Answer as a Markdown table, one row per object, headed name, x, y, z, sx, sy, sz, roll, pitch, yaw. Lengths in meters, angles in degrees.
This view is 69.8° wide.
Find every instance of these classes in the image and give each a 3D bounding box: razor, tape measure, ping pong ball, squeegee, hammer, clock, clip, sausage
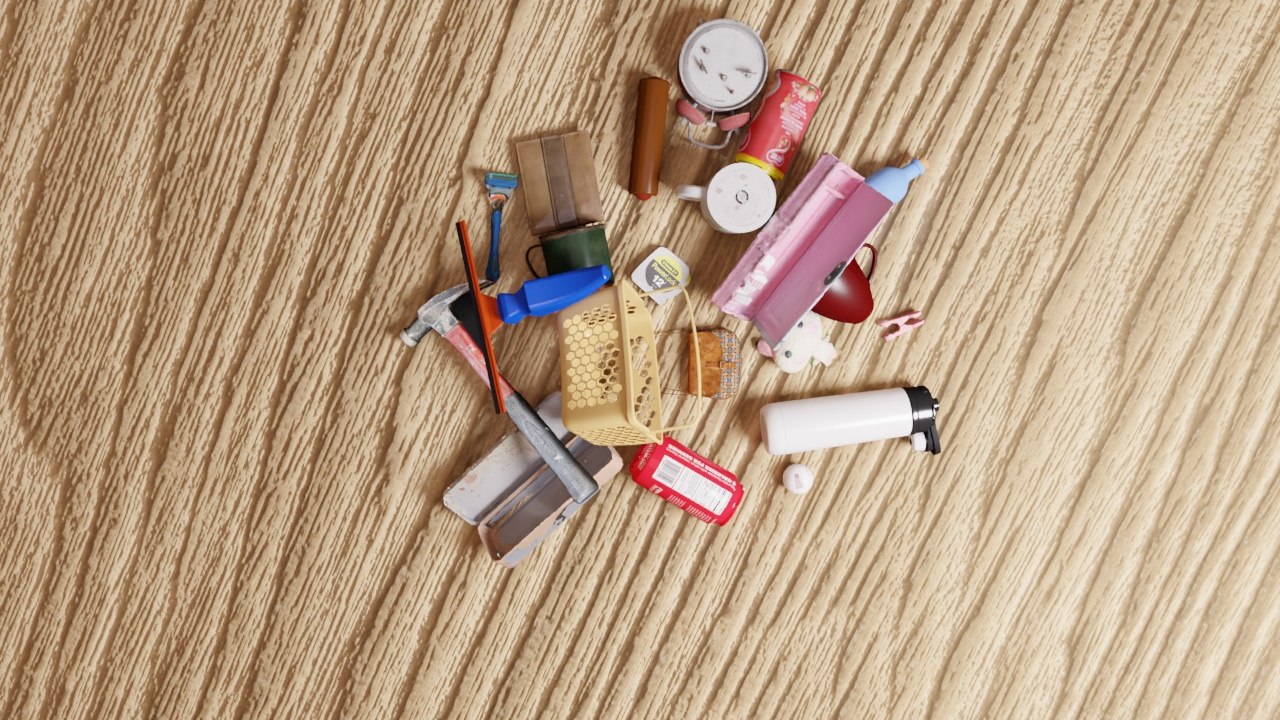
| name | x | y | z | sx | sy | sz | roll | pitch | yaw |
| --- | --- | --- | --- | --- | --- | --- | --- | --- | --- |
| razor | -0.188 | -0.171 | 1.188 | 0.043 | 0.018 | 0.141 | 4 | 100 | -21 |
| tape measure | 0.028 | -0.109 | 1.200 | 0.064 | 0.016 | 0.065 | 42 | 95 | -5 |
| ping pong ball | 0.210 | 0.158 | 1.225 | 0.040 | 0.040 | 0.040 | 0 | 97 | -1 |
| squeegee | -0.119 | -0.078 | 1.114 | 0.185 | 0.055 | 0.249 | -17 | 81 | 25 |
| hammer | -0.161 | 0.041 | 1.168 | 0.141 | 0.036 | 0.326 | -41 | 82 | 10 |
| clock | 0.098 | -0.347 | 1.150 | 0.110 | 0.062 | 0.157 | 10 | 97 | -3 |
| clip | 0.345 | -0.043 | 1.212 | 0.060 | 0.023 | 0.044 | -2 | 102 | 1 |
| sausage | 0.010 | -0.282 | 1.168 | 0.040 | 0.040 | 0.155 | 6 | 97 | -2 |

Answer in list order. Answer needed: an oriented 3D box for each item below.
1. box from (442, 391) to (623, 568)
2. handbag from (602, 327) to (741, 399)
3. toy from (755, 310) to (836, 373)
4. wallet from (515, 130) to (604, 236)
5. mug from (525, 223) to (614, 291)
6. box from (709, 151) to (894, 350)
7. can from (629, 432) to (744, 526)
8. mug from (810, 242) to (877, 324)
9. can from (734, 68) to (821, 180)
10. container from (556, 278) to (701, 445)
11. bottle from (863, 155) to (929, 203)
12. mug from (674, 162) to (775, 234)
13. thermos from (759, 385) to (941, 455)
| name | x | y | z | sx | sy | sz | roll | pitch | yaw |
| --- | --- | --- | --- | --- | --- | --- | --- | --- | --- |
| box | -0.142 | 0.155 | 1.194 | 0.217 | 0.095 | 0.115 | -43 | 53 | 4 |
| handbag | 0.035 | 0.003 | 1.206 | 0.196 | 0.043 | 0.093 | 1 | 95 | 2 |
| toy | 0.207 | -0.025 | 1.201 | 0.112 | 0.050 | 0.087 | 23 | 96 | 2 |
| wallet | -0.103 | -0.228 | 1.176 | 0.099 | 0.027 | 0.121 | -11 | 92 | 2 |
| mug | -0.092 | -0.124 | 1.167 | 0.111 | 0.084 | 0.081 | -9 | 99 | 17 |
| box | 0.205 | -0.126 | 1.126 | 0.107 | 0.099 | 0.233 | 47 | 108 | 29 |
| can | 0.060 | 0.156 | 1.205 | 0.142 | 0.074 | 0.074 | 30 | 95 | -4 |
| mug | 0.265 | -0.098 | 1.176 | 0.088 | 0.087 | 0.114 | 37 | 97 | -23 |
| can | 0.173 | -0.294 | 1.154 | 0.066 | 0.066 | 0.124 | 25 | 96 | -4 |
| container | -0.007 | 0.007 | 1.128 | 0.167 | 0.129 | 0.183 | -12 | 68 | 18 |
| bottle | 0.310 | -0.219 | 1.175 | 0.131 | 0.048 | 0.048 | -33 | 96 | 3 |
| mug | 0.102 | -0.204 | 1.149 | 0.119 | 0.096 | 0.083 | 9 | 97 | -2 |
| thermos | 0.277 | 0.092 | 1.208 | 0.230 | 0.068 | 0.101 | -8 | 110 | -1 |
